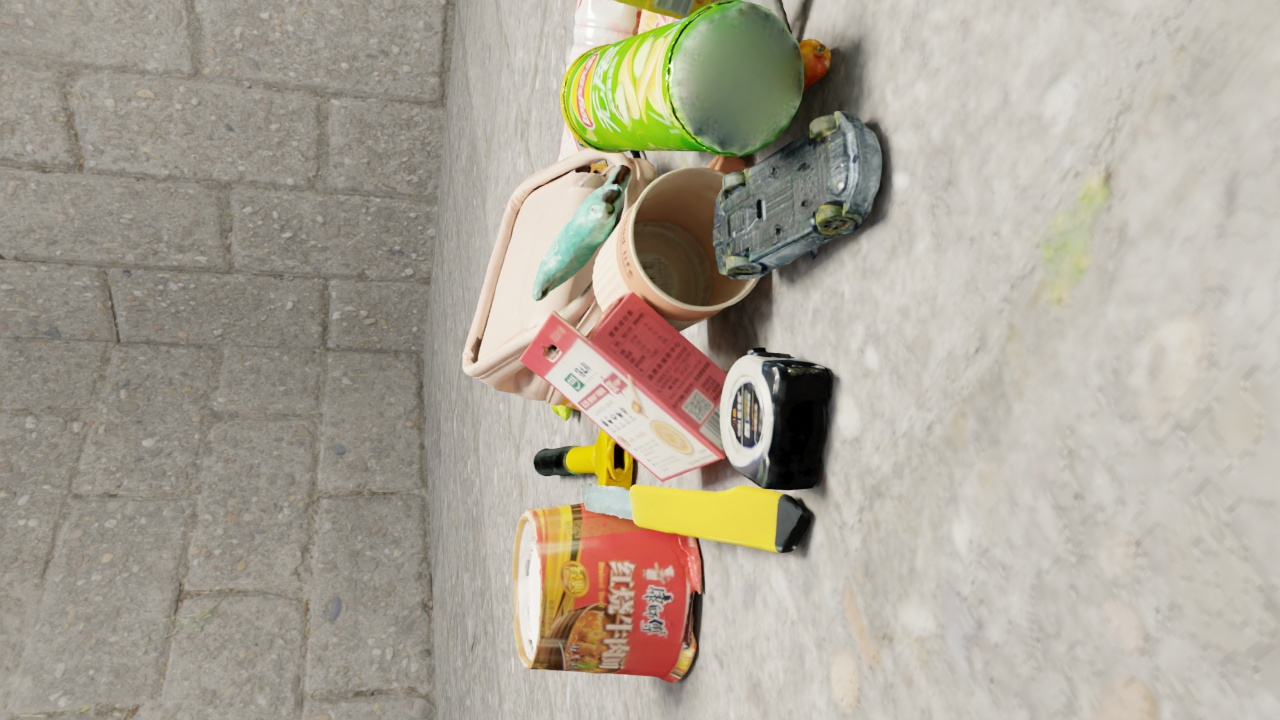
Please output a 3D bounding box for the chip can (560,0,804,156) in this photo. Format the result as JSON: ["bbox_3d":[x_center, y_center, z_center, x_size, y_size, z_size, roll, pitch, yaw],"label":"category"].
[{"bbox_3d":[0.014,-0.153,0.522,0.221,0.072,0.072,-146,59,-67],"label":"chip can"}]

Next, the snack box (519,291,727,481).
[{"bbox_3d":[-0.004,0.013,0.562,0.044,0.127,0.113,-50,4,-22],"label":"snack box"}]

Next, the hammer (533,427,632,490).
[{"bbox_3d":[-0.061,0.098,0.891,0.301,0.032,0.128,159,113,-72],"label":"hammer"}]

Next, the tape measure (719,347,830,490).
[{"bbox_3d":[0.068,0.028,0.475,0.066,0.033,0.066,-145,61,-67],"label":"tape measure"}]

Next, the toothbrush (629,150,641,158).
[{"bbox_3d":[-0.011,-0.200,0.793,0.018,0.014,0.189,97,165,-50],"label":"toothbrush"}]

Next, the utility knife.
[{"bbox_3d":[0.022,0.087,0.550,0.217,0.015,0.033,-4,75,55],"label":"utility knife"}]

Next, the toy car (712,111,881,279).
[{"bbox_3d":[0.076,-0.078,0.459,0.121,0.036,0.054,-26,62,60],"label":"toy car"}]

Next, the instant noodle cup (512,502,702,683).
[{"bbox_3d":[-0.030,0.160,0.654,0.138,0.108,0.138,-179,91,-74],"label":"instant noodle cup"}]

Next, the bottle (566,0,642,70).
[{"bbox_3d":[-0.014,-0.309,0.728,0.068,0.068,0.197,-131,48,-66],"label":"bottle"}]

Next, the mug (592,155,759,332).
[{"bbox_3d":[0.026,-0.074,0.565,0.114,0.081,0.106,-64,10,-15],"label":"mug"}]

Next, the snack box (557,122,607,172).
[{"bbox_3d":[-0.058,-0.177,0.920,0.155,0.027,0.077,-108,26,-48],"label":"snack box"}]

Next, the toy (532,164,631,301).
[{"bbox_3d":[-0.036,-0.091,0.630,0.092,0.030,0.096,-37,23,50],"label":"toy"}]

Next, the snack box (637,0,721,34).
[{"bbox_3d":[0.030,-0.223,0.640,0.157,0.026,0.085,-117,33,-57],"label":"snack box"}]

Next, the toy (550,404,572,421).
[{"bbox_3d":[-0.077,0.012,0.954,0.100,0.031,0.096,119,149,-65],"label":"toy"}]

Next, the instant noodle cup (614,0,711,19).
[{"bbox_3d":[0.013,-0.271,0.528,0.116,0.116,0.124,-112,36,-53],"label":"instant noodle cup"}]

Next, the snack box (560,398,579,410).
[{"bbox_3d":[-0.041,-0.012,0.816,0.154,0.026,0.075,132,151,-66],"label":"snack box"}]

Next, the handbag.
[{"bbox_3d":[-0.053,-0.079,0.735,0.235,0.093,0.193,-29,46,60],"label":"handbag"}]

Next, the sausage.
[{"bbox_3d":[0.065,-0.146,0.522,0.165,0.021,0.021,167,104,-72],"label":"sausage"}]

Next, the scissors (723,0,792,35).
[{"bbox_3d":[0.039,-0.230,0.460,0.177,0.171,0.019,105,-168,-54],"label":"scissors"}]
